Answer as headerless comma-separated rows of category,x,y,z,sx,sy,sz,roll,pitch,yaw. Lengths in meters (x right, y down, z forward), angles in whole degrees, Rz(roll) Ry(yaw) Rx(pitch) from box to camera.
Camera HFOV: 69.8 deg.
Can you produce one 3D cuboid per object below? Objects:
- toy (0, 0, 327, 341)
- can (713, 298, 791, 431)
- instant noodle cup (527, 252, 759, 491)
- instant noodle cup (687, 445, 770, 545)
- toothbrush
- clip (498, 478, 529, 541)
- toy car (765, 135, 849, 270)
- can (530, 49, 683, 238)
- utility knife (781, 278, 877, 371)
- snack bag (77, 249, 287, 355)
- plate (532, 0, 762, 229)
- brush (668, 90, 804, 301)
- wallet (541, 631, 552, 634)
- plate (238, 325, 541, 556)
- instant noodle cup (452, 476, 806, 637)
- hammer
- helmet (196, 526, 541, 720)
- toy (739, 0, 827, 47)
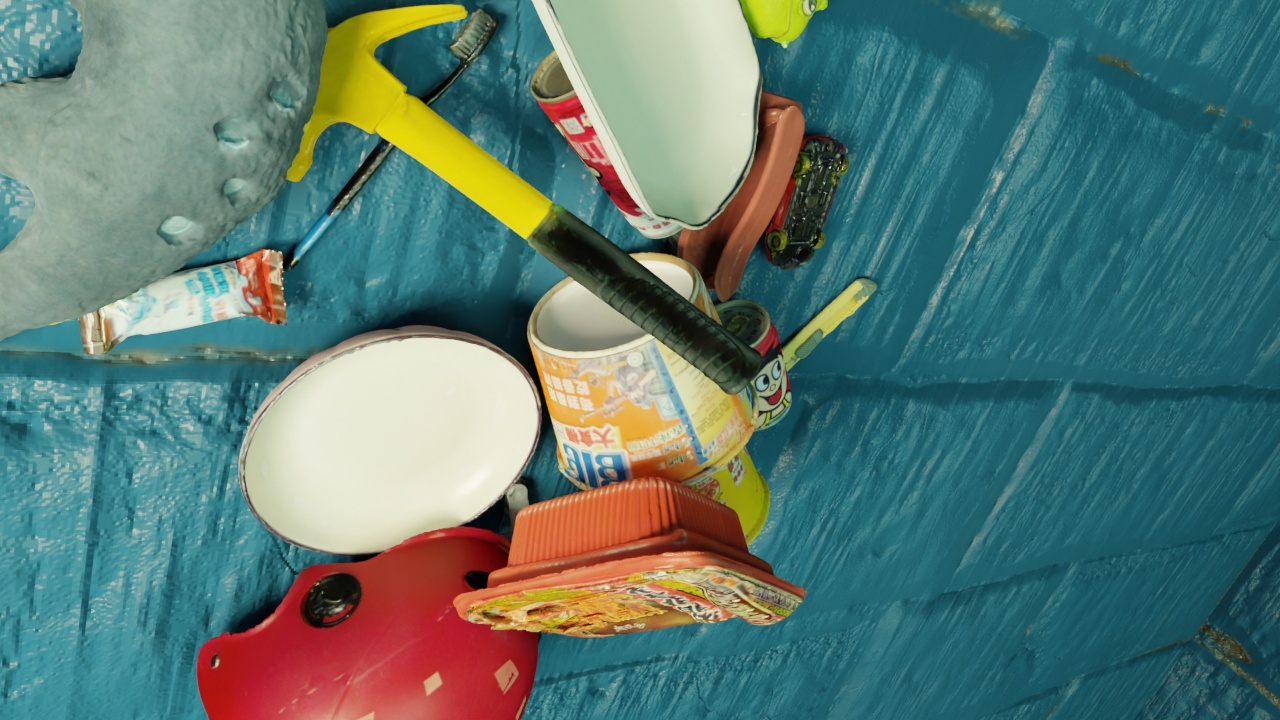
toy,-0.219,-0.136,0.415,0.138,0.091,0.357,22,106,-15
can,0.083,0.004,0.741,0.066,0.066,0.094,-34,134,-13
instant noodle cup,-0.004,0.004,0.629,0.151,0.151,0.111,-30,125,-16
instant noodle cup,0.023,0.080,0.710,0.138,0.138,0.110,-30,125,-16
toothbrush,-0.145,-0.124,0.521,0.189,0.014,0.016,-49,135,4
clip,-0.098,0.118,0.725,0.026,0.043,0.058,-14,123,-27
toy car,0.124,-0.121,0.708,0.049,0.031,0.106,-7,123,-32
can,-0.011,-0.137,0.581,0.053,0.053,0.133,-44,136,-2
utility knife,0.138,-0.009,0.814,0.190,0.020,0.031,-40,130,0
snack bag,-0.249,-0.033,0.501,0.104,0.026,0.048,-11,114,-31
plate,-0.005,-0.198,0.507,0.161,0.034,0.266,-57,135,-32
brush,0.066,-0.115,0.643,0.063,0.069,0.146,2,118,-36
wallet,-0.044,0.183,0.795,0.130,0.035,0.119,-24,137,-23
plate,-0.161,0.049,0.600,0.192,0.039,0.193,-17,136,-18
instant noodle cup,-0.007,0.134,0.597,0.189,0.079,0.164,-19,150,27
hammer,-0.054,-0.077,0.511,0.300,0.033,0.129,36,98,-15
helmet,-0.166,0.239,0.635,0.240,0.144,0.207,-33,134,-4
toy,0.084,-0.251,0.587,0.096,0.031,0.100,-20,126,-24
